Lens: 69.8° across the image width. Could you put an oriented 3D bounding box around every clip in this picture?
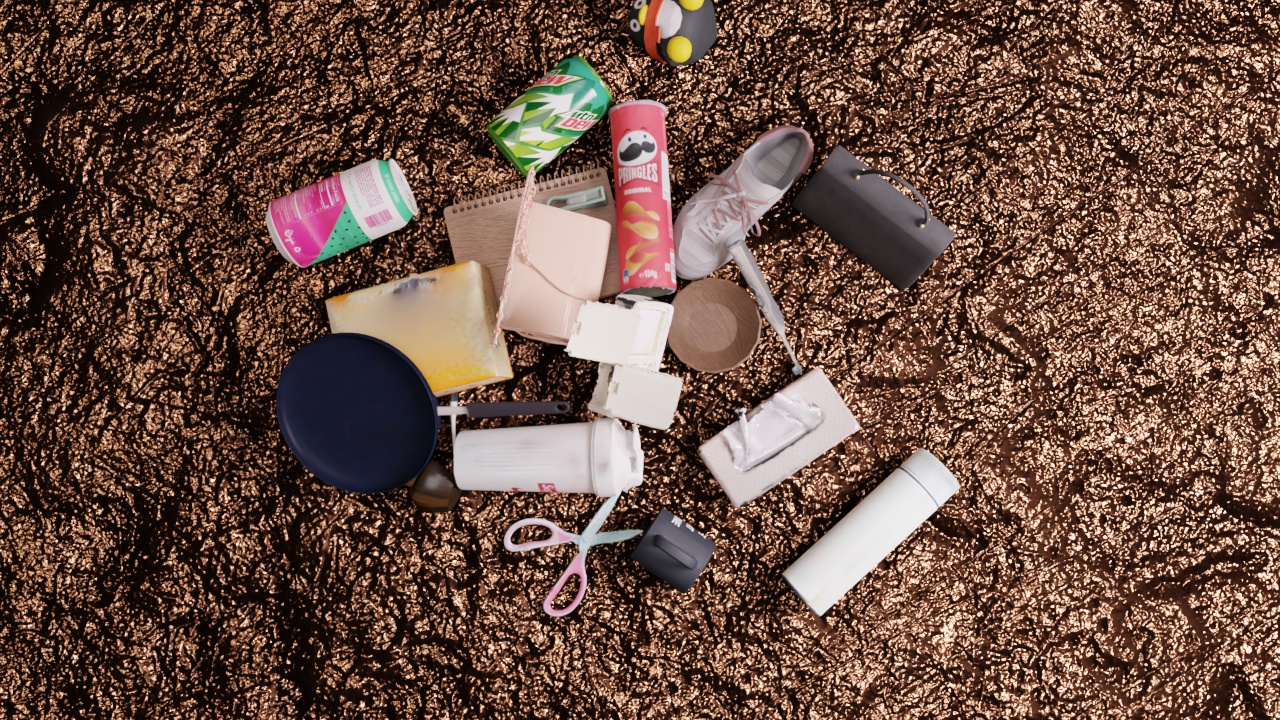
[{"bbox_3d":[-0.079,-0.195,1.127,0.076,0.047,0.023,-12,85,5],"label":"clip"}]

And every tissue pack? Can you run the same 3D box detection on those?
[{"bbox_3d":[0.162,0.090,1.103,0.181,0.071,0.104,-33,86,3],"label":"tissue pack"}]

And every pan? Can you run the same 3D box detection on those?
[{"bbox_3d":[-0.254,0.059,1.062,0.357,0.021,0.199,-3,106,11],"label":"pan"}]

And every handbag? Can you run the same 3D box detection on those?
[{"bbox_3d":[0.277,-0.176,1.052,0.176,0.196,0.072,39,87,4],"label":"handbag"},{"bbox_3d":[-0.093,-0.095,1.042,0.116,0.187,0.198,12,82,-8],"label":"handbag"}]

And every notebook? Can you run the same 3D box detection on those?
[{"bbox_3d":[-0.128,-0.145,1.153,0.210,0.022,0.169,-14,86,1],"label":"notebook"}]

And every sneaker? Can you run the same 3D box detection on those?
[{"bbox_3d":[0.121,-0.198,1.112,0.099,0.089,0.236,42,88,5],"label":"sneaker"}]

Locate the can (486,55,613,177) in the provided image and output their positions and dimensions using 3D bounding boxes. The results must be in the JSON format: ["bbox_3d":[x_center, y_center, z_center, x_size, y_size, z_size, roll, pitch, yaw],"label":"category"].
[{"bbox_3d":[-0.111,-0.301,1.132,0.144,0.083,0.083,-41,85,-1],"label":"can"}]

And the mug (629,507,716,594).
[{"bbox_3d":[0.039,0.223,1.075,0.077,0.105,0.071,34,82,4],"label":"mug"}]

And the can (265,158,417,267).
[{"bbox_3d":[-0.367,-0.182,1.130,0.166,0.088,0.088,-22,85,0],"label":"can"}]

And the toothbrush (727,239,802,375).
[{"bbox_3d":[0.156,-0.062,1.114,0.024,0.022,0.185,-36,106,-25],"label":"toothbrush"}]

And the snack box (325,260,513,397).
[{"bbox_3d":[-0.270,-0.027,1.107,0.195,0.080,0.145,-14,85,9],"label":"snack box"}]

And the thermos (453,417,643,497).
[{"bbox_3d":[-0.108,0.118,1.102,0.220,0.099,0.099,-2,85,7],"label":"thermos"}]

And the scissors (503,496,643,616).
[{"bbox_3d":[-0.090,0.221,1.126,0.158,0.014,0.172,33,88,4],"label":"scissors"}]

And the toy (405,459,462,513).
[{"bbox_3d":[-0.268,0.148,1.120,0.100,0.062,0.076,20,124,11],"label":"toy"}]

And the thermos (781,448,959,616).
[{"bbox_3d":[0.272,0.203,1.088,0.230,0.068,0.068,-42,85,-2],"label":"thermos"}]

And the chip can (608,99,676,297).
[{"bbox_3d":[0.003,-0.193,1.118,0.073,0.073,0.233,-4,82,2],"label":"chip can"}]

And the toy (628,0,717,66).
[{"bbox_3d":[0.032,-0.416,1.133,0.119,0.099,0.098,21,106,26],"label":"toy"}]

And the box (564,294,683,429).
[{"bbox_3d":[-0.006,0.006,1.030,0.101,0.193,0.143,19,101,29],"label":"box"}]

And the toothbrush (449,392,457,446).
[{"bbox_3d":[-0.231,0.031,1.148,0.017,0.012,0.186,-3,85,-11],"label":"toothbrush"}]

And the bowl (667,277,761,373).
[{"bbox_3d":[0.089,-0.042,1.131,0.118,0.030,0.118,0,85,2],"label":"bowl"}]
